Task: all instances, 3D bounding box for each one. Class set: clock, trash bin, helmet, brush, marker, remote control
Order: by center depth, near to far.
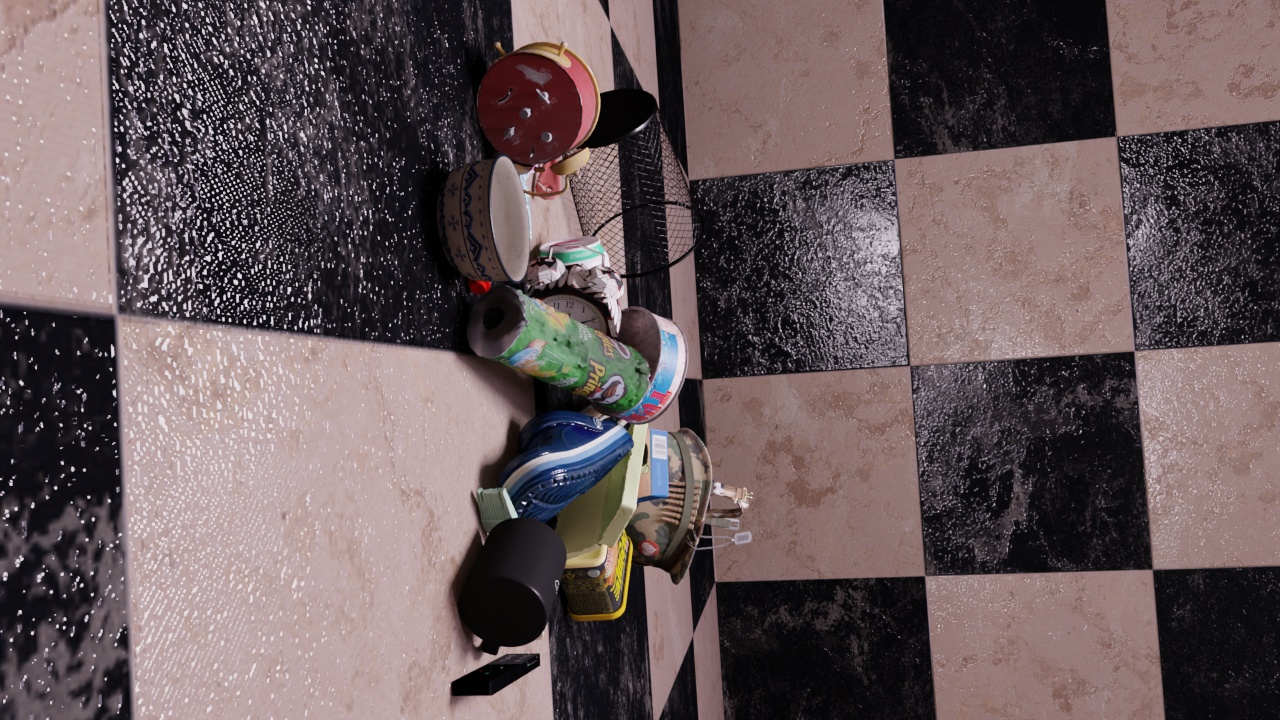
[{"bbox_3d":[-0.127,0.283,0.833,0.150,0.034,0.013,42,45,-77],"label":"remote control"},{"bbox_3d":[-0.124,0.206,0.902,0.012,0.033,0.218,-78,164,-53],"label":"brush"},{"bbox_3d":[-0.147,-0.119,0.915,0.021,0.024,0.144,32,39,-24],"label":"marker"},{"bbox_3d":[-0.107,-0.245,0.946,0.081,0.117,0.159,-66,157,-63],"label":"clock"},{"bbox_3d":[-0.076,-0.069,1.024,0.064,0.114,0.155,-82,-178,-51],"label":"clock"},{"bbox_3d":[-0.112,-0.265,1.162,0.030,0.041,0.172,104,-10,-60],"label":"brush"},{"bbox_3d":[-0.021,-0.257,1.307,0.183,0.184,0.210,-84,161,-46],"label":"trash bin"},{"bbox_3d":[0.054,0.212,1.343,0.193,0.236,0.224,123,-42,-66],"label":"helmet"}]

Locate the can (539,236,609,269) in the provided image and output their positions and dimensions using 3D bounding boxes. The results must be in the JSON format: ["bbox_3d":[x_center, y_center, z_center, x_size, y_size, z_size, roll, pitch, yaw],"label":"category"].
[{"bbox_3d":[-0.075,-0.063,1.128,0.088,0.088,0.166,-69,153,-69],"label":"can"}]

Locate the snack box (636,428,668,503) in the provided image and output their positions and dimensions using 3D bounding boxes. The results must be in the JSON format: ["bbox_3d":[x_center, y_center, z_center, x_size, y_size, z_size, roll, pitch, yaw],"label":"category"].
[{"bbox_3d":[-0.023,0.148,1.223,0.033,0.155,0.088,13,68,-36],"label":"snack box"}]

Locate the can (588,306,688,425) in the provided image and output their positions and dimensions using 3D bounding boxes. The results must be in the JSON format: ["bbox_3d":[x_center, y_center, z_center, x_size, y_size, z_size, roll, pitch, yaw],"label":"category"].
[{"bbox_3d":[-0.006,0.006,1.056,0.044,0.130,0.129,20,60,-39],"label":"can"}]

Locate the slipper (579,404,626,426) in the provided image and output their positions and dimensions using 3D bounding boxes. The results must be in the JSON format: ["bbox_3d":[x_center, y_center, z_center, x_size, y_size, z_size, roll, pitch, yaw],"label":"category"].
[{"bbox_3d":[-0.043,0.072,1.231,0.054,0.114,0.272,51,7,1],"label":"slipper"}]

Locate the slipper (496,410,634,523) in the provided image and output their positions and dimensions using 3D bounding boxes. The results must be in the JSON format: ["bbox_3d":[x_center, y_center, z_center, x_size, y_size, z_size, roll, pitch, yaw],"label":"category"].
[{"bbox_3d":[-0.091,0.106,0.979,0.095,0.105,0.252,50,19,10],"label":"slipper"}]

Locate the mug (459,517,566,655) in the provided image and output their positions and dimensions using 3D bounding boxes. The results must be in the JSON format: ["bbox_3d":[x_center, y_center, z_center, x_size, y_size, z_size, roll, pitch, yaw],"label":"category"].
[{"bbox_3d":[-0.118,0.213,0.830,0.087,0.078,0.114,-74,-176,-64],"label":"mug"}]

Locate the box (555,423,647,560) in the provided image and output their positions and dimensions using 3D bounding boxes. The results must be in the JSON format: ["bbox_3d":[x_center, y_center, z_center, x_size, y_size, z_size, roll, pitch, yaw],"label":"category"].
[{"bbox_3d":[-0.043,0.159,1.108,0.048,0.141,0.187,46,21,-18],"label":"box"}]

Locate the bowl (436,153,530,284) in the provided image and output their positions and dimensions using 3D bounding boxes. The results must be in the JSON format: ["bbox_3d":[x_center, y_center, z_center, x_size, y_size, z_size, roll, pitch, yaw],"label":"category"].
[{"bbox_3d":[-0.144,-0.124,0.825,0.115,0.059,0.115,-3,89,-81],"label":"bowl"}]

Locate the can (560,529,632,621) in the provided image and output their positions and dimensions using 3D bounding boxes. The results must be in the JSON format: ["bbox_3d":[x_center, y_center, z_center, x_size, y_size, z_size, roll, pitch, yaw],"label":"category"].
[{"bbox_3d":[-0.060,0.242,1.153,0.130,0.072,0.101,-82,162,-52],"label":"can"}]

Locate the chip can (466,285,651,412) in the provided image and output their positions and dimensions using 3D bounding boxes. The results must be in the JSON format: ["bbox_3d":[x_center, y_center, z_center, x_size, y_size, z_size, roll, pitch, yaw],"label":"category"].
[{"bbox_3d":[-0.076,-0.008,0.922,0.223,0.076,0.075,27,57,-54],"label":"chip can"}]

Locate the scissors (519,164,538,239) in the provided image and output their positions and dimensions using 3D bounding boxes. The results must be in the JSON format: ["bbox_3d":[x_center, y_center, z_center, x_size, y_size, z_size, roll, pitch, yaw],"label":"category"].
[{"bbox_3d":[-0.139,-0.230,1.051,0.168,0.014,0.170,75,18,-56],"label":"scissors"}]
